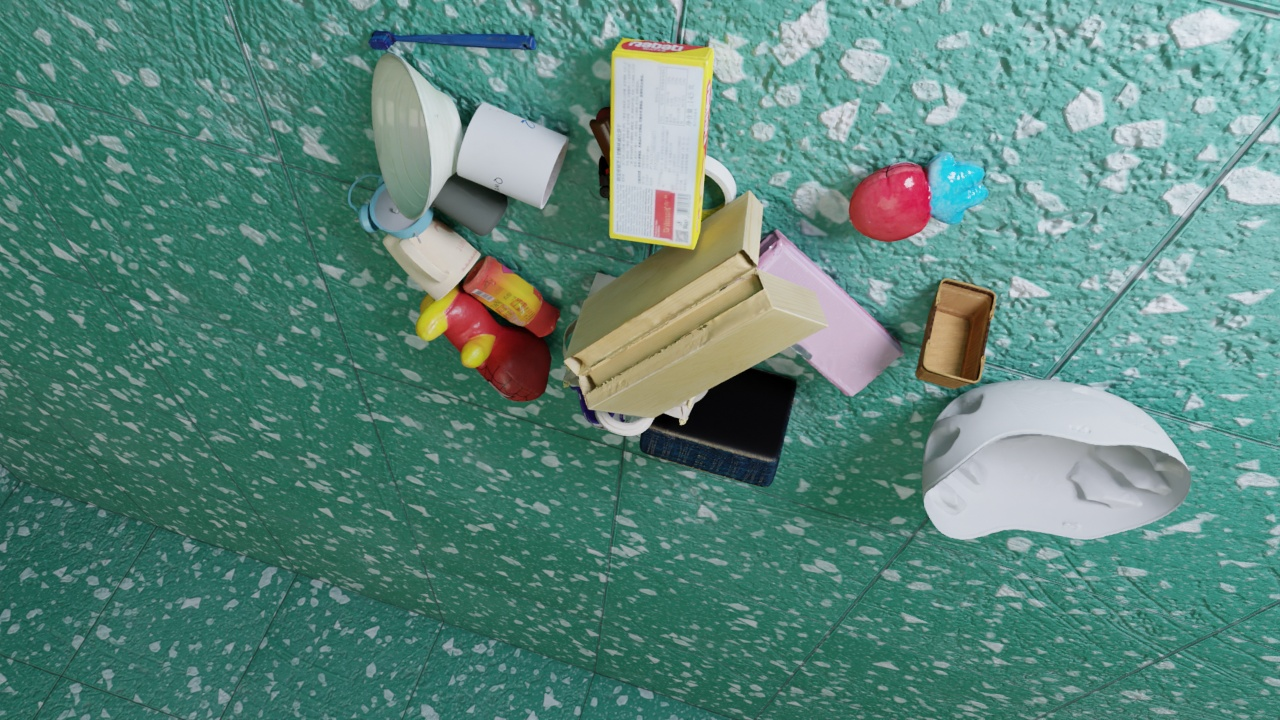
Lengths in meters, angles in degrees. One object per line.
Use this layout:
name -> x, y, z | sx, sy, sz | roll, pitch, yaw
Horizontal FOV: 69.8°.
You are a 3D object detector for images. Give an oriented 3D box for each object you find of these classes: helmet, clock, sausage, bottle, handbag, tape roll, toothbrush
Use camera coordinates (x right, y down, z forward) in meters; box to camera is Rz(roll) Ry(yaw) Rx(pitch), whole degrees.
helmet -> 0.481, 0.122, 1.076 | 0.283, 0.183, 0.224 | 6, 151, 33
clock -> -0.307, -0.193, 1.123 | 0.123, 0.087, 0.042 | 25, 169, 16
sausage -> -0.007, -0.198, 0.977 | 0.040, 0.040, 0.156 | -5, 126, 34
bottle -> -0.216, -0.199, 1.093 | 0.108, 0.060, 0.060 | 33, 145, -21
handbag -> -0.007, 0.007, 1.157 | 0.194, 0.197, 0.101 | 18, 148, 3
bottle -> -0.172, -0.083, 1.252 | 0.134, 0.048, 0.072 | 36, 142, -23
tape roll -> 0.057, -0.187, 1.002 | 0.094, 0.019, 0.094 | 14, 148, 9
toothbrush -> -0.195, -0.324, 0.937 | 0.190, 0.017, 0.016 | 8, 146, 18

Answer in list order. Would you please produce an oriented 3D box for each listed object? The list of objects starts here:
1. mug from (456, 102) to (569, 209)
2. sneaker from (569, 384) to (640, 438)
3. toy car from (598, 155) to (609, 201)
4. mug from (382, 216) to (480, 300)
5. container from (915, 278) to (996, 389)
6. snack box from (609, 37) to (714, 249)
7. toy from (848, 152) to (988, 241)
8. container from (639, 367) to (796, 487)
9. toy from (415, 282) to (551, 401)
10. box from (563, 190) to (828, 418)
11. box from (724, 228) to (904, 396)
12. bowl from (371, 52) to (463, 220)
mug -> -0.139, -0.221, 1.015 | 0.096, 0.083, 0.119 | 22, 176, -3
sneaker -> -0.027, 0.066, 1.337 | 0.092, 0.110, 0.244 | -3, 141, 32
toy car -> -0.019, -0.187, 1.025 | 0.036, 0.042, 0.092 | -21, 134, 16
mug -> -0.274, -0.138, 1.178 | 0.085, 0.111, 0.104 | -44, 107, 9
container -> 0.343, -0.023, 1.013 | 0.063, 0.113, 0.061 | 16, 160, 6
snack box -> 0.018, -0.210, 0.908 | 0.092, 0.042, 0.201 | 9, 128, 9
toy -> 0.268, -0.160, 0.896 | 0.133, 0.062, 0.092 | -14, 150, 17
container -> 0.106, 0.074, 1.246 | 0.187, 0.145, 0.071 | 15, 144, 8
toy -> -0.214, -0.023, 1.303 | 0.216, 0.147, 0.099 | 37, 110, -22
box -> 0.045, -0.045, 0.992 | 0.249, 0.141, 0.179 | -31, 85, 30
box -> 0.204, -0.062, 1.094 | 0.232, 0.080, 0.099 | 36, 110, -25
bowl -> -0.236, -0.245, 0.999 | 0.057, 0.176, 0.177 | -15, 163, -30
